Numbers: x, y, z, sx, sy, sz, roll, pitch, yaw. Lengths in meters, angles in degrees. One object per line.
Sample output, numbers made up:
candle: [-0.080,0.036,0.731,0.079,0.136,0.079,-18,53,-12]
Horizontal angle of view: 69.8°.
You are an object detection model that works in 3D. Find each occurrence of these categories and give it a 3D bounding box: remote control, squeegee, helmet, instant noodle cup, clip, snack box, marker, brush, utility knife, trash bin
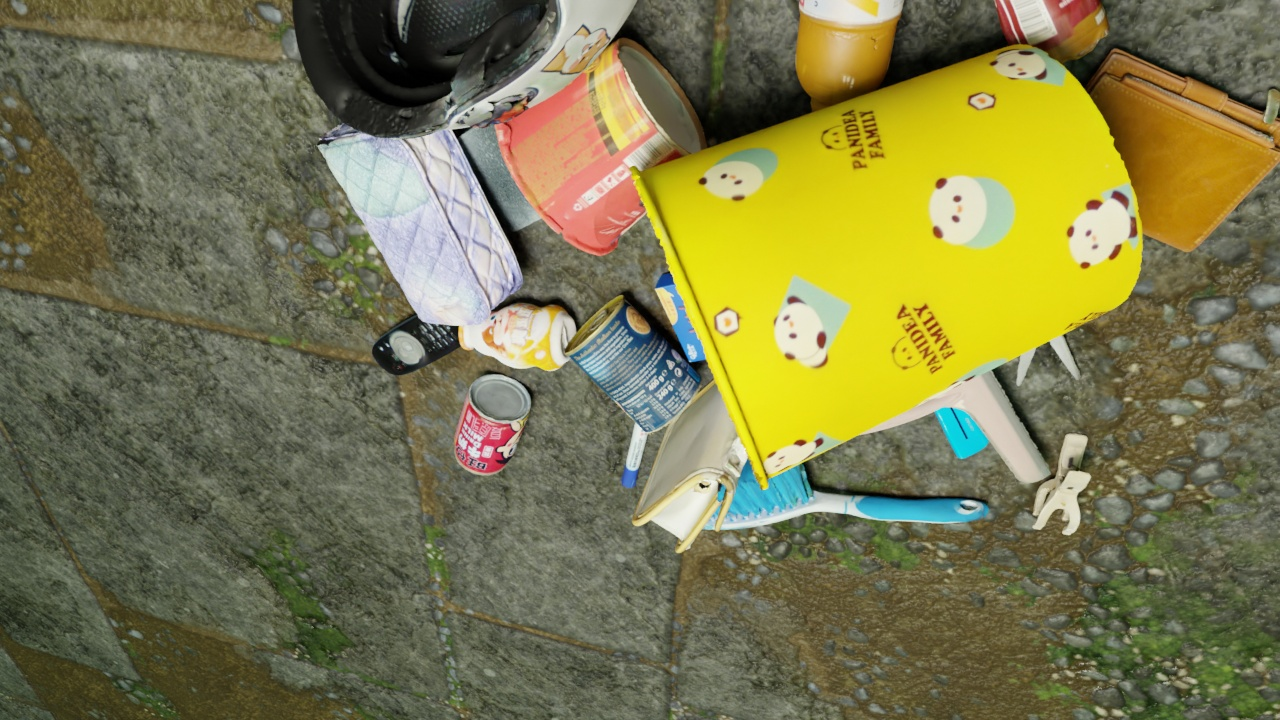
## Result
remote control: [-0.223,-0.023,0.942,0.137,0.024,0.053,-23,117,34]
squeegee: [0.191,0.051,0.815,0.250,0.040,0.247,-17,123,40]
helmet: [-0.094,-0.268,0.608,0.275,0.156,0.230,-38,74,35]
instant noodle cup: [-0.021,-0.164,0.692,0.109,0.137,0.138,-30,112,26]
clip: [0.375,0.114,0.814,0.035,0.071,0.100,8,135,16]
snack box: [0.099,-0.050,0.798,0.157,0.026,0.084,-11,123,27]
marker: [-0.001,0.077,0.941,0.017,0.016,0.146,18,131,7]
brush: [0.167,0.129,0.900,0.315,0.060,0.109,-10,127,24]
utility knife: [0.240,-0.008,0.784,0.034,0.018,0.238,-20,116,32]
trash bin: [0.151,-0.069,0.602,0.255,0.229,0.230,-23,119,4]

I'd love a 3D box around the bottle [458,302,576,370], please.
bottle: [-0.118,-0.024,0.876,0.108,0.063,0.063,4,127,19]

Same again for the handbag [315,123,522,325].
handbag: [-0.190,-0.125,0.811,0.134,0.075,0.194,4,129,39]

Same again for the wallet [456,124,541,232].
wallet: [-0.111,-0.159,0.774,0.097,0.019,0.121,51,150,-19]

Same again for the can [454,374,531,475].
can: [-0.157,0.069,0.961,0.066,0.066,0.094,26,131,0]

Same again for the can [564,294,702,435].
can: [-0.005,0.005,0.844,0.111,0.075,0.076,45,128,-13]

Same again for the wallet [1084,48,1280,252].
wallet: [0.353,-0.143,0.624,0.130,0.035,0.119,24,131,0]

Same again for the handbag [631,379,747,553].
handbag: [0.077,0.070,0.809,0.063,0.162,0.179,34,131,-9]

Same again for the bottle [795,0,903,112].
bottle: [0.140,-0.240,0.607,0.068,0.067,0.190,11,132,12]

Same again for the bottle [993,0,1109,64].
bottle: [0.228,-0.265,0.562,0.058,0.057,0.175,-21,116,32]

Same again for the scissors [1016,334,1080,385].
scissors: [0.318,-0.053,0.724,0.162,0.012,0.165,34,131,-8]
